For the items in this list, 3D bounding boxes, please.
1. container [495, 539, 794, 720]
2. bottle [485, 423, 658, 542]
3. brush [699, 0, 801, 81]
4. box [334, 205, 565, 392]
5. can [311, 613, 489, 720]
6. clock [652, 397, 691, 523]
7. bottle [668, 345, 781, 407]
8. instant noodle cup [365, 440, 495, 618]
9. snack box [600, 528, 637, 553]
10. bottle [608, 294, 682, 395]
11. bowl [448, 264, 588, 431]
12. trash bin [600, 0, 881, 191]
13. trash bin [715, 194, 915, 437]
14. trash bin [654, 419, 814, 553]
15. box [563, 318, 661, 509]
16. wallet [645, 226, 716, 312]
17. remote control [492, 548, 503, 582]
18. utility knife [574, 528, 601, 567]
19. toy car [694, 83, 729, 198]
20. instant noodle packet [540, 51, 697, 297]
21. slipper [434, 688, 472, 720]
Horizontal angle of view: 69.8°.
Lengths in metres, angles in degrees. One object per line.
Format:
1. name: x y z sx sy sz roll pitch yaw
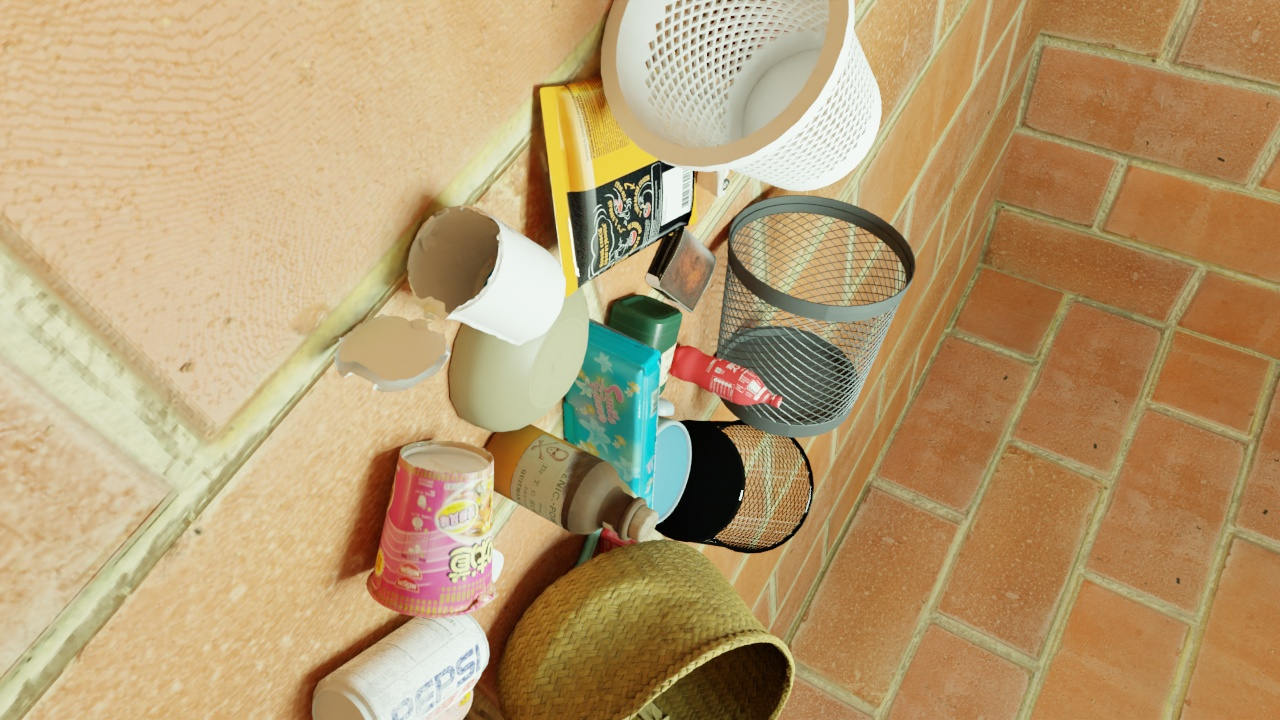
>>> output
1. container: -0.002 0.351 1.001 0.306 0.196 0.308 -20 134 -23
2. bottle: -0.058 0.110 0.791 0.067 0.157 0.068 -47 150 -38
3. brush: 0.107 -0.321 0.890 0.173 0.042 0.082 -32 139 -53
4. box: -0.123 -0.032 0.620 0.141 0.083 0.140 -60 156 -1
5. can: -0.192 0.261 0.746 0.135 0.078 0.078 -25 134 -57
6. clock: -0.002 0.102 1.024 0.121 0.075 0.162 -41 134 -44
7. bottle: 0.097 0.022 1.064 0.041 0.142 0.042 -47 150 -38
8. instant noodle cup: -0.153 0.122 0.693 0.097 0.098 0.109 -16 117 -61
9. snack box: -0.008 0.270 1.139 0.021 0.089 0.133 -50 152 -42
10. bottle: -0.006 0.005 0.929 0.061 0.061 0.131 -24 133 -55
11. bowl: -0.087 -0.007 0.754 0.151 0.050 0.153 -47 150 -38
12. trash bin: 0.103 -0.227 0.746 0.199 0.196 0.195 9 103 -60
13. trash bin: 0.200 -0.049 1.144 0.217 0.218 0.228 -45 153 -40
14. trash bin: 0.101 0.156 1.174 0.210 0.184 0.184 18 95 -61
15. box: -0.028 0.067 0.897 0.041 0.094 0.227 -43 148 -40
16. wallet: 0.047 -0.099 0.998 0.072 0.019 0.123 -66 157 -1
17. remote control: -0.158 0.181 0.826 0.043 0.013 0.136 -60 156 -14
18. utility knife: -0.061 0.219 1.075 0.022 0.015 0.126 25 85 -66
19. toy car: 0.070 -0.217 0.918 0.039 0.039 0.113 -24 137 -29
20. instant noodle packet: -0.009 -0.166 0.775 0.220 0.032 0.160 -37 129 -49
21. slipper: -0.206 0.340 0.789 0.196 0.081 0.093 -29 138 -52
